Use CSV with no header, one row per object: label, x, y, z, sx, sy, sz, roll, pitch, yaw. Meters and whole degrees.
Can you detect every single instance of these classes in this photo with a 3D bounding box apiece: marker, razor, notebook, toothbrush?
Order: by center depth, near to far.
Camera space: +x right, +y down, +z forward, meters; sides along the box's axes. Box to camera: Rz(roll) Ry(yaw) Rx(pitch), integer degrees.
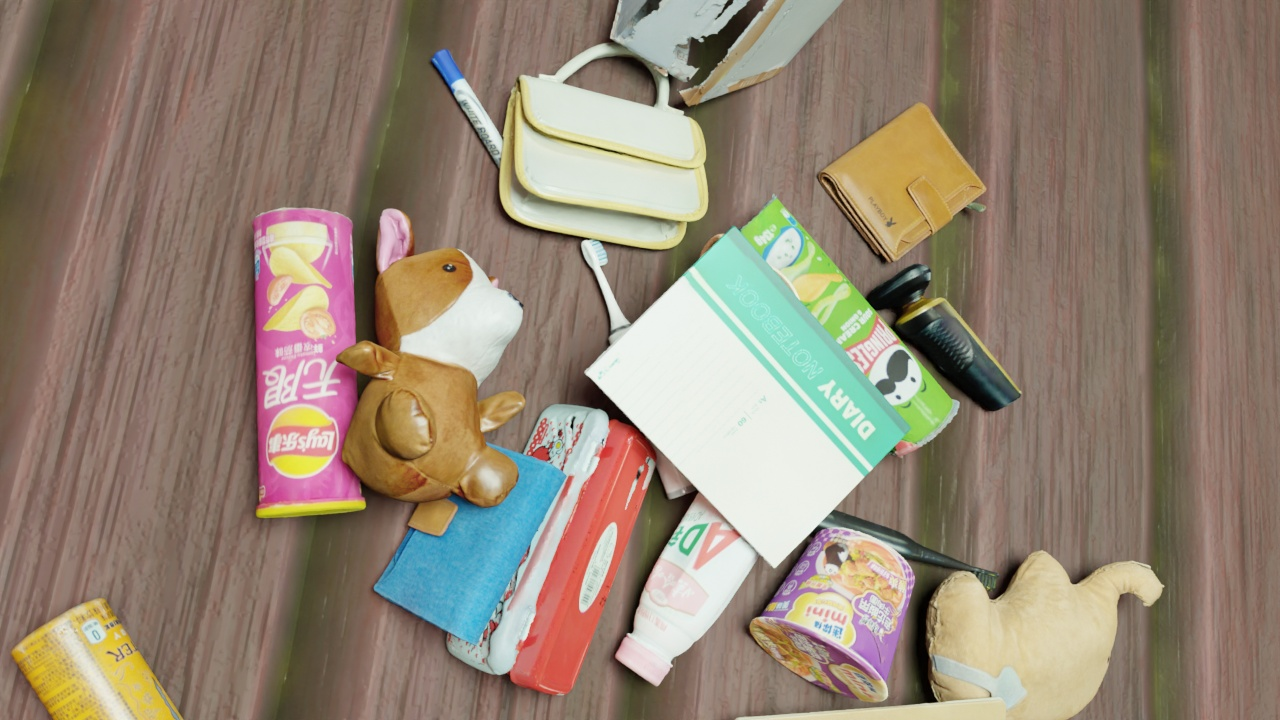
notebook,0.082,0.030,0.663,0.150,0.012,0.209,-45,105,-4
notebook,0.177,0.334,0.696,0.207,0.008,0.148,-3,95,-3
toothbrush,-0.004,0.004,0.740,0.026,0.027,0.221,-17,84,-39
marker,-0.125,-0.187,0.746,0.016,0.017,0.146,-32,90,-19
toothbrush,0.211,0.156,0.774,0.212,0.026,0.027,21,68,-12
razor,0.277,-0.018,0.817,0.167,0.062,0.067,44,40,-10

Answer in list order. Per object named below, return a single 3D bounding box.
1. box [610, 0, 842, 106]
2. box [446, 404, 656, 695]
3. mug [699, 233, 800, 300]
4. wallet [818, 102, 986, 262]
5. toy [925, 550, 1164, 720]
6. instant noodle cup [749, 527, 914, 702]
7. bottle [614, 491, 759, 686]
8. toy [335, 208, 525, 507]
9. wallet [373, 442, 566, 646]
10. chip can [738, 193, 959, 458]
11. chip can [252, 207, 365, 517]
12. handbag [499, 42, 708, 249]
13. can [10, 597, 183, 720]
box,0.096,-0.302,0.734,0.168,0.182,0.150,23,58,-23
box,-0.072,0.132,0.680,0.099,0.095,0.201,14,71,24
mug,0.066,-0.040,0.726,0.081,0.106,0.114,-5,81,-17
wallet,0.245,-0.158,0.843,0.130,0.035,0.119,-37,85,-19
toy,0.338,0.233,0.767,0.225,0.082,0.143,-7,98,-20
instant noodle cup,0.156,0.191,0.712,0.111,0.112,0.099,36,64,-7
bottle,0.051,0.154,0.707,0.068,0.068,0.196,37,74,-7
toy,-0.138,-0.004,0.637,0.131,0.140,0.199,-21,50,19
wallet,-0.121,0.122,0.650,0.040,0.106,0.132,46,64,-43
chip can,0.162,-0.028,0.770,0.072,0.072,0.236,-43,93,-19
chip can,-0.235,0.002,0.648,0.071,0.071,0.210,-2,80,-17
handbag,-0.026,-0.190,0.747,0.163,0.063,0.178,7,71,-22
can,-0.333,0.226,0.584,0.058,0.058,0.146,-33,90,-19
